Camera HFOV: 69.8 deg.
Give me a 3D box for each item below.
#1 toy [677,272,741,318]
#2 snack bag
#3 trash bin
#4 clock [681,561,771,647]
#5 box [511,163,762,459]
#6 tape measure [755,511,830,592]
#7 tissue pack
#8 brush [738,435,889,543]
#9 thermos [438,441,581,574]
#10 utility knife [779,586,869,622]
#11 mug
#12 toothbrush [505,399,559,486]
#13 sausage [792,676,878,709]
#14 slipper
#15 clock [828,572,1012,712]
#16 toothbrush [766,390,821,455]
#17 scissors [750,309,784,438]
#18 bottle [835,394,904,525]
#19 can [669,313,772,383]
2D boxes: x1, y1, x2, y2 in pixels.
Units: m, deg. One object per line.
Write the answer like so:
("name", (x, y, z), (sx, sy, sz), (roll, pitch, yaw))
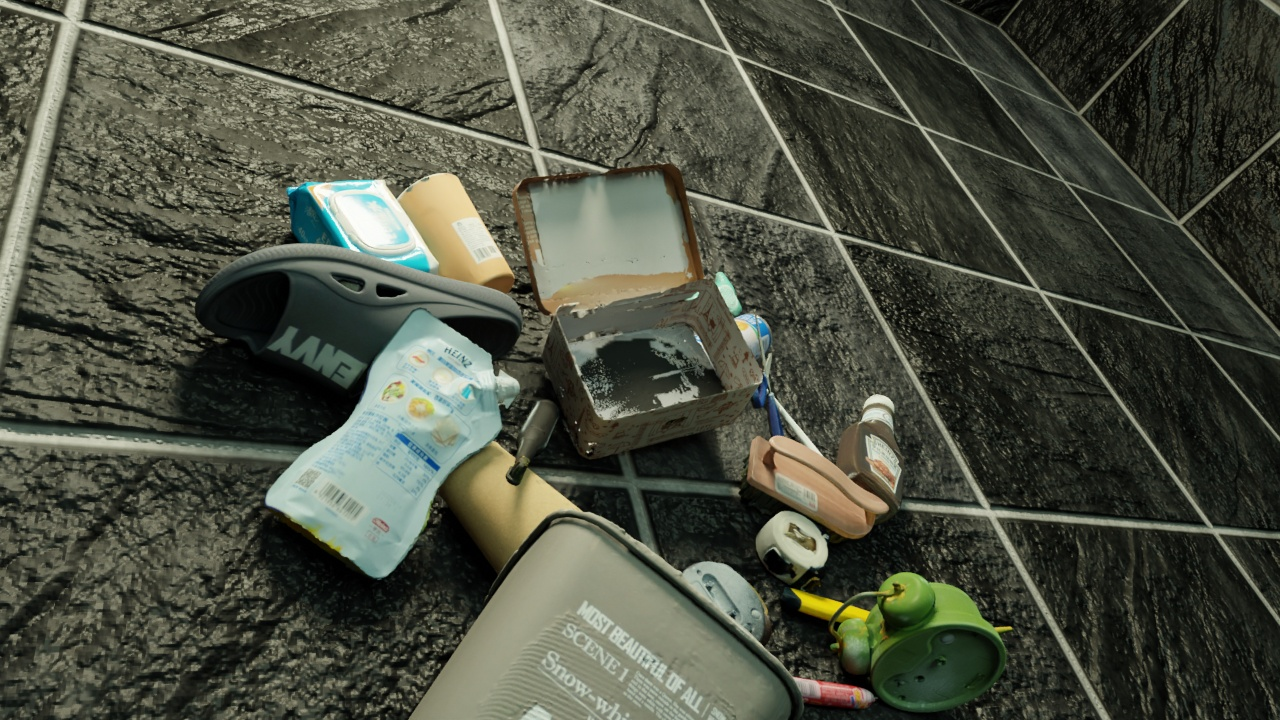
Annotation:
("toy", (0.081, -0.064, 1.077), (0.091, 0.030, 0.096), (-5, 60, -35))
("snack bag", (-0.176, 0.057, 0.679), (0.110, 0.039, 0.190), (30, 63, 9))
("trash bin", (-0.055, 0.242, 0.522), (0.199, 0.199, 0.219), (39, 43, 4))
("clock", (0.062, 0.209, 0.749), (0.121, 0.055, 0.082), (-13, 58, -46))
("box", (-0.009, -0.055, 0.878), (0.177, 0.107, 0.272), (-12, 75, -25))
("tape measure", (0.143, 0.177, 0.864), (0.066, 0.034, 0.065), (31, 36, -7))
("tissue pack", (-0.253, -0.110, 0.839), (0.089, 0.063, 0.140), (-14, 59, -45))
("brush", (0.170, 0.129, 0.902), (0.145, 0.073, 0.063), (30, 37, -10))
("thermos", (-0.085, 0.130, 0.699), (0.143, 0.093, 0.092), (43, 37, 21))
("utility knife", (0.191, 0.237, 0.846), (0.154, 0.015, 0.033), (21, 9, -18))
("mug", (-0.178, -0.112, 0.893), (0.078, 0.078, 0.122), (-20, 68, -47))
("toothbrush", (-0.086, 0.063, 0.729), (0.026, 0.027, 0.212), (36, 6, -5))
("sausage", (0.136, 0.275, 0.765), (0.155, 0.020, 0.020), (17, 41, -23))
("slipper", (-0.212, -0.022, 0.744), (0.267, 0.111, 0.083), (8, 48, -36))
("clock", (0.239, 0.244, 0.801), (0.161, 0.116, 0.056), (25, 27, -19))
("toothbrush", (0.175, 0.088, 1.000), (0.016, 0.016, 0.180), (-16, 63, -49))
("scissors", (0.132, 0.029, 0.957), (0.175, 0.012, 0.162), (-31, 108, -73))
("bottle", (0.258, 0.100, 1.017), (0.080, 0.044, 0.194), (44, 32, -7))
("can", (0.088, -0.011, 1.004), (0.053, 0.053, 0.134), (48, 39, 16))
